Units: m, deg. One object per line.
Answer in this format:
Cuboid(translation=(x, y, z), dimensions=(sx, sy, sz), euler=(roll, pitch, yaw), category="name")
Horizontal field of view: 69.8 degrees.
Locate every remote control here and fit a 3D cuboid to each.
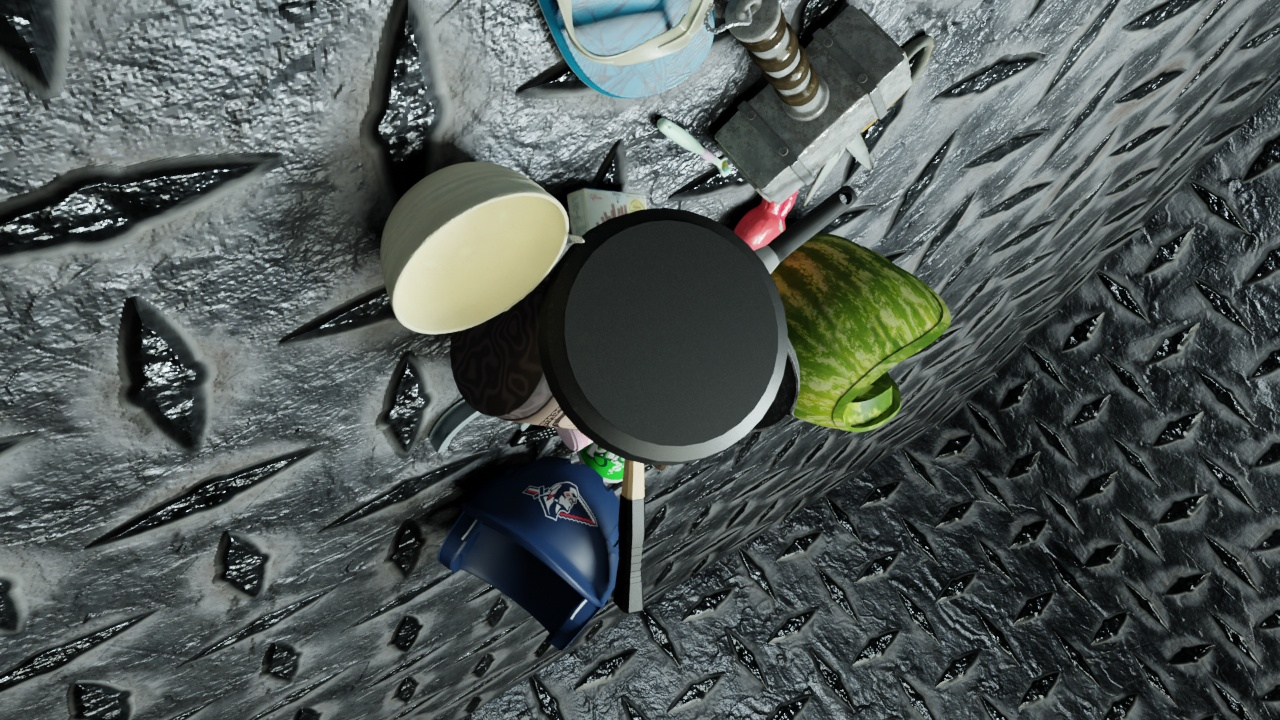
Cuboid(translation=(-0.116, 0.093, 1.232), dimensions=(0.139, 0.009, 0.030), euler=(-11, 147, -48), category="remote control")

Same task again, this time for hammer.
Cuboid(translation=(-0.009, 0.150, 1.121), dimensions=(0.039, 0.131, 0.328), euler=(-4, 104, -26), category="hammer")
Cuboid(translation=(0.121, -0.240, 0.753), dimensions=(0.177, 0.079, 0.325), euler=(-42, 164, 15), category="hammer")

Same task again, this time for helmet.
Cuboid(translation=(0.225, -0.042, 1.146), dimensions=(0.242, 0.247, 0.214), euler=(-20, 146, -26), category="helmet")
Cuboid(translation=(-0.126, 0.236, 1.216), dimensions=(0.223, 0.232, 0.272), euler=(-55, 174, -5), category="helmet")

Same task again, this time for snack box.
Cuboid(translation=(-0.021, -0.078, 0.832), dimensions=(0.026, 0.150, 0.081), euler=(-11, 175, 43), category="snack box")

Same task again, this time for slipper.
Cuboid(translation=(-0.010, -0.247, 0.613), dimensions=(0.118, 0.060, 0.295), euler=(-35, 159, 7), category="slipper")

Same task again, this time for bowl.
Cuboid(translation=(-0.138, -0.097, 0.706), dimensions=(0.150, 0.075, 0.151), euler=(-31, 158, -14), category="bowl")

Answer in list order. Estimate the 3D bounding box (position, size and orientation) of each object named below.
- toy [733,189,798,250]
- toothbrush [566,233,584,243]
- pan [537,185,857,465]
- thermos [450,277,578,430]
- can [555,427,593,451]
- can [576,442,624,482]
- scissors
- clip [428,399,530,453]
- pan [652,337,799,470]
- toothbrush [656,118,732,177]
Cuboid(translation=(0.137, -0.149, 1.059), dimensions=(0.091, 0.045, 0.135), euler=(-23, 144, -56), category="toy")
Cuboid(translation=(-0.063, -0.100, 0.771), dimensions=(0.010, 0.010, 0.181), euler=(-35, -167, -4), category="toothbrush")
Cuboid(translation=(0.074, -0.061, 0.814), dimensions=(0.355, 0.225, 0.034), euler=(-38, -174, -18), category="pan")
Cuboid(translation=(-0.060, -0.005, 0.911), dimensions=(0.173, 0.172, 0.225), euler=(-46, 151, 25), category="thermos")
Cuboid(translation=(-0.068, 0.071, 1.180), dimensions=(0.076, 0.067, 0.067), euler=(-29, 158, -20), category="can")
Cuboid(translation=(-0.025, 0.103, 1.286), dimensions=(0.087, 0.087, 0.140), euler=(-13, 149, -45), category="can")
Cuboid(translation=(0.225, -0.257, 0.994), dimensions=(0.229, 0.016, 0.226), euler=(-8, 141, -45), category="scissors")
Cuboid(translation=(-0.173, 0.058, 1.052), dimensions=(0.165, 0.032, 0.165), euler=(-34, 160, -8), category="clip")
Cuboid(translation=(0.075, 0.039, 1.125), dimensions=(0.040, 0.207, 0.358), euler=(-49, 171, -37), category="pan")
Cuboid(translation=(0.052, -0.201, 0.863), dimensions=(0.154, 0.015, 0.022), euler=(8, 97, -62), category="toothbrush")
